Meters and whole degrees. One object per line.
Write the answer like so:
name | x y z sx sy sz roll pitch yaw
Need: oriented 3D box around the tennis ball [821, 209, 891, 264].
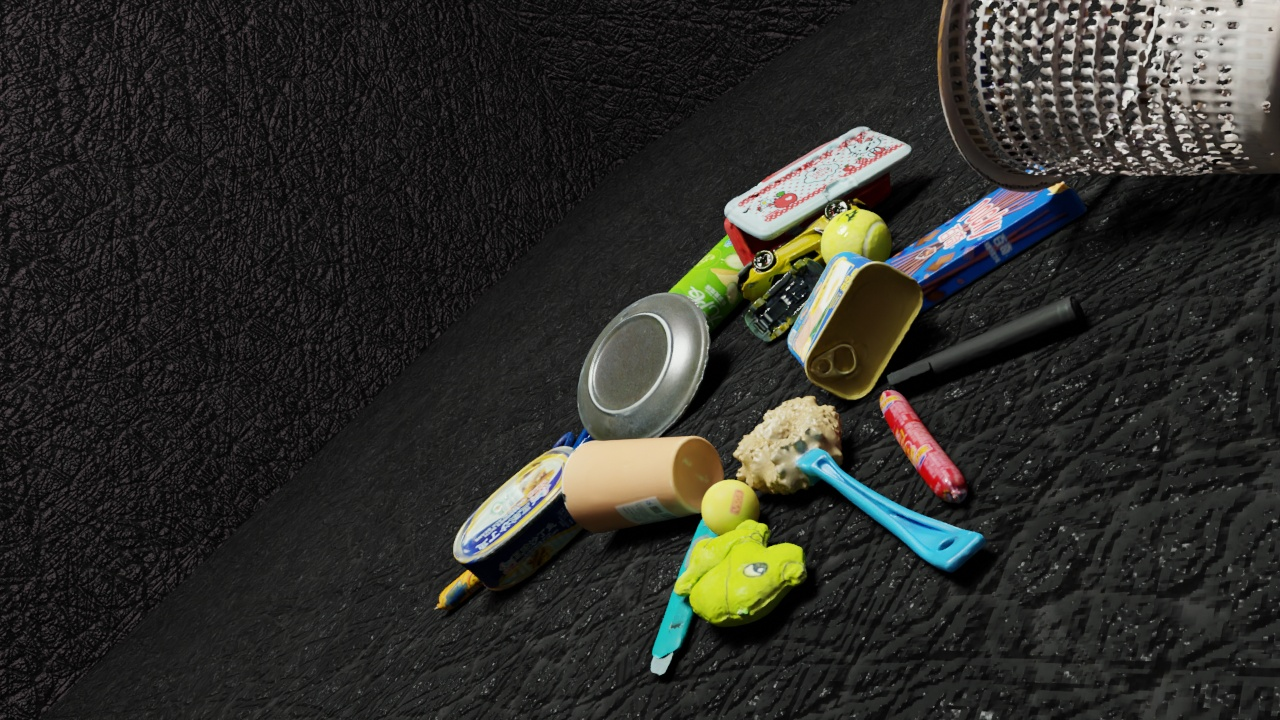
tennis ball | 0.202 -0.109 0.860 0.065 0.065 0.065 -37 15 11

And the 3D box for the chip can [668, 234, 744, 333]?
chip can | 0.071 -0.070 1.051 0.220 0.072 0.073 -45 16 -20

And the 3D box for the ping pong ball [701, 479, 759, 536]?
ping pong ball | 0.062 0.102 0.632 0.040 0.040 0.040 -37 15 11

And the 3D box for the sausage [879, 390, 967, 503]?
sausage | 0.171 0.050 0.567 0.020 0.020 0.155 -36 15 12

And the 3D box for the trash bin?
trash bin | 0.332 -0.202 0.557 0.227 0.227 0.192 -43 35 -11

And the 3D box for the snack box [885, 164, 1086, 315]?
snack box | 0.268 -0.096 0.739 0.157 0.026 0.084 -34 16 20

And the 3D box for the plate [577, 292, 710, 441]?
plate | -0.006 0.006 0.947 0.180 0.024 0.179 -26 50 34

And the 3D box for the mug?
mug | 0.004 0.097 0.735 0.123 0.078 0.078 -15 28 48

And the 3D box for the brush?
brush | 0.128 0.076 0.571 0.083 0.046 0.255 -37 18 -7

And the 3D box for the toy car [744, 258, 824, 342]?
toy car | 0.144 -0.059 0.895 0.091 0.043 0.036 -44 -9 15

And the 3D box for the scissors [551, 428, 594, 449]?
scissors | -0.076 0.112 0.999 0.141 0.012 0.171 -41 16 -2

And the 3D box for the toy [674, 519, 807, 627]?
toy | 0.060 0.133 0.568 0.097 0.031 0.100 -30 14 20

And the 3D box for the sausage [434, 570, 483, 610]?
sausage | -0.135 0.190 0.891 0.165 0.021 0.021 -40 15 0

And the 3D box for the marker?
marker | 0.223 -0.008 0.603 0.132 0.022 0.020 -28 55 39

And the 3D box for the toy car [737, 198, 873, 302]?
toy car | 0.170 -0.104 0.928 0.156 0.071 0.041 -32 59 8

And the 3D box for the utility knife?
utility knife | 0.035 0.148 0.620 0.029 0.013 0.164 -30 18 32

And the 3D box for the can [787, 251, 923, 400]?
can | 0.161 -0.030 0.706 0.102 0.057 0.083 -62 9 12

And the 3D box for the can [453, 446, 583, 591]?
can | -0.102 0.145 0.846 0.148 0.049 0.074 -41 35 -3

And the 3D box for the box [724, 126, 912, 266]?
box | 0.191 -0.173 0.965 0.201 0.095 0.099 -32 13 -14
